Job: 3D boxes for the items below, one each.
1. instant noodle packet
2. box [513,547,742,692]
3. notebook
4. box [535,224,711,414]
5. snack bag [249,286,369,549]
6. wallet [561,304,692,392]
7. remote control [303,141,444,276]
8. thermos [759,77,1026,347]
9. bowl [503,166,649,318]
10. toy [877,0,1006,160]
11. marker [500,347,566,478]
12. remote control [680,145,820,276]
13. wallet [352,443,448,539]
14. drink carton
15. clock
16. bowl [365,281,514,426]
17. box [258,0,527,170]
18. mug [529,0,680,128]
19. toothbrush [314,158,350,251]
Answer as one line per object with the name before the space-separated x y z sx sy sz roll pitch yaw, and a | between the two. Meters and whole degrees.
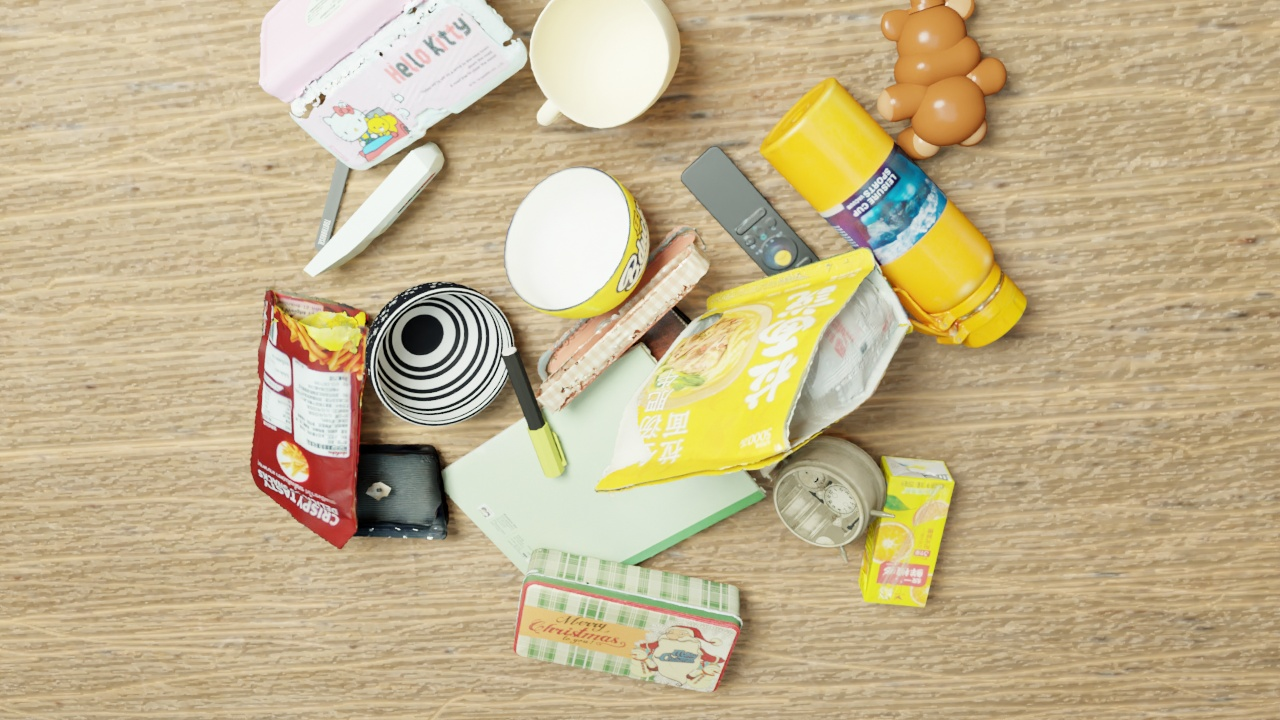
instant noodle packet | 0.077 0.017 0.659 0.163 0.220 0.084 -13 113 42
box | -0.014 0.249 0.868 0.205 0.051 0.118 13 123 -1
notebook | -0.042 0.114 0.829 0.253 0.010 0.182 -33 107 24
box | -0.016 -0.034 0.750 0.187 0.082 0.041 -42 107 16
snack bag | -0.295 0.051 0.802 0.139 0.066 0.208 21 109 24
wallet | -0.005 0.005 0.793 0.072 0.019 0.123 42 109 -13
remote control | -0.210 -0.119 0.741 0.144 0.049 0.024 -41 103 18
thermos | 0.192 -0.101 0.706 0.232 0.076 0.092 42 111 -13
bowl | -0.042 -0.085 0.723 0.117 0.067 0.117 -9 72 28
toy | 0.214 -0.215 0.674 0.095 0.065 0.128 -16 102 2
marker | -0.091 0.045 0.783 0.021 0.017 0.124 -23 116 -13
remote control | 0.095 -0.107 0.741 0.041 0.020 0.152 -40 105 17
wallet | -0.234 0.119 0.850 0.115 0.026 0.089 0 111 10
drink carton | 0.237 0.156 0.826 0.058 0.042 0.135 5 113 1
clock | 0.145 0.106 0.795 0.141 0.054 0.093 39 130 9
bowl | -0.174 -0.012 0.766 0.120 0.066 0.120 -13 118 -27
box | -0.190 -0.226 0.647 0.202 0.077 0.146 -20 98 36
mug | -0.028 -0.217 0.662 0.096 0.099 0.120 44 114 -11
toothbrush | -0.240 -0.163 0.747 0.013 0.013 0.168 23 114 -5
